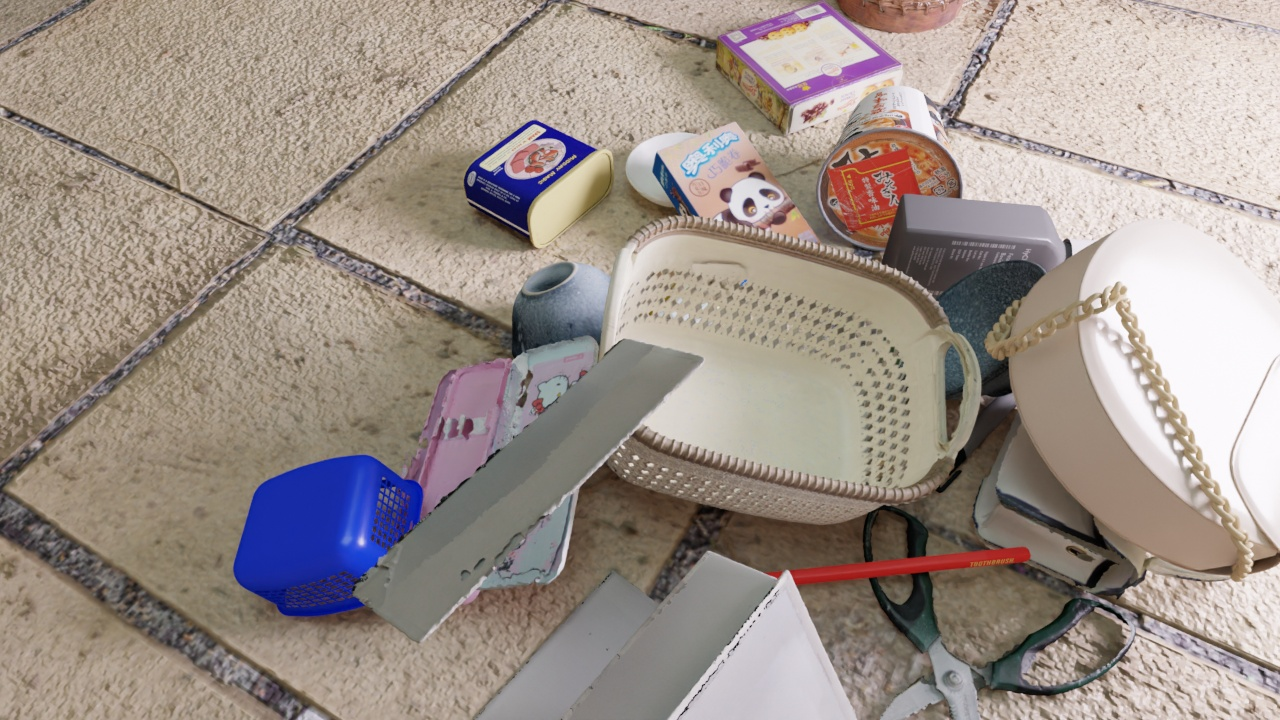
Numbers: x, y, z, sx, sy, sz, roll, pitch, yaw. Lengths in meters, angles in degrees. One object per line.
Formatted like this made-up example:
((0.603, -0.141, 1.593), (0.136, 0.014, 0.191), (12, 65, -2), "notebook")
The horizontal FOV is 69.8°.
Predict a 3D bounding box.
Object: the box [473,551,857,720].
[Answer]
((-0.032, 0.241, 0.614), (0.167, 0.423, 0.173), (-43, 99, -28), "box")

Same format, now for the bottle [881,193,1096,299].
((0.301, -0.090, 0.778), (0.174, 0.084, 0.046), (5, 52, 4), "bottle")

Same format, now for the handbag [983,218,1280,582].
((0.350, 0.013, 0.593), (0.208, 0.104, 0.210), (47, 59, 1), "handbag")

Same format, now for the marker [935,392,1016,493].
((0.260, 0.058, 0.707), (0.138, 0.016, 0.022), (-36, 90, -25), "marker")

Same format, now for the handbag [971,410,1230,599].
((0.343, 0.090, 0.641), (0.176, 0.074, 0.150), (28, 57, 16), "handbag")

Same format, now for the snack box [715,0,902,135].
((0.178, -0.318, 0.987), (0.143, 0.041, 0.148), (-23, 55, -16), "snack box")

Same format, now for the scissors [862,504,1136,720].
((0.235, 0.182, 0.608), (0.202, 0.015, 0.201), (0, 51, -1), "scissors")

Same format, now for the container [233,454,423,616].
((-0.213, 0.115, 0.619), (0.114, 0.058, 0.096), (-15, 50, 20), "container")

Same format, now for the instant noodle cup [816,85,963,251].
((0.230, -0.185, 0.841), (0.124, 0.124, 0.121), (10, 44, 9), "instant noodle cup")

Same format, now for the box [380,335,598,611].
((-0.102, 0.077, 0.654), (0.153, 0.038, 0.200), (-11, 49, 22), "box")

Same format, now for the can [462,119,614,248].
((-0.097, -0.171, 0.869), (0.092, 0.057, 0.116), (31, 58, 25), "can")

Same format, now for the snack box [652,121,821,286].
((0.085, -0.139, 0.829), (0.087, 0.034, 0.151), (-25, 71, -18), "snack box")

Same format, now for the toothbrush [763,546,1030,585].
((0.157, 0.147, 0.623), (0.212, 0.012, 0.017), (-7, 50, 5), "toothbrush")

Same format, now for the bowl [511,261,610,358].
((-0.063, -0.045, 0.747), (0.110, 0.055, 0.110), (-18, 31, 11), "bowl")

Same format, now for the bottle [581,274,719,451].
((-0.004, 0.004, 0.730), (0.053, 0.053, 0.185), (32, 60, 24), "bottle")

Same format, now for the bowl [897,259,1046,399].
((0.273, -0.009, 0.718), (0.057, 0.137, 0.136), (41, 53, -19), "bowl")

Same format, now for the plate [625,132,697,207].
((0.038, -0.179, 0.891), (0.104, 0.026, 0.104), (-1, 51, 0), "plate")

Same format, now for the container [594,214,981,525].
((0.084, 0.017, 0.630), (0.246, 0.143, 0.184), (14, 59, -7), "container")

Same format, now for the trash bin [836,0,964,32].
((0.307, -0.499, 1.019), (0.151, 0.210, 0.151), (-1, 51, 0), "trash bin")
